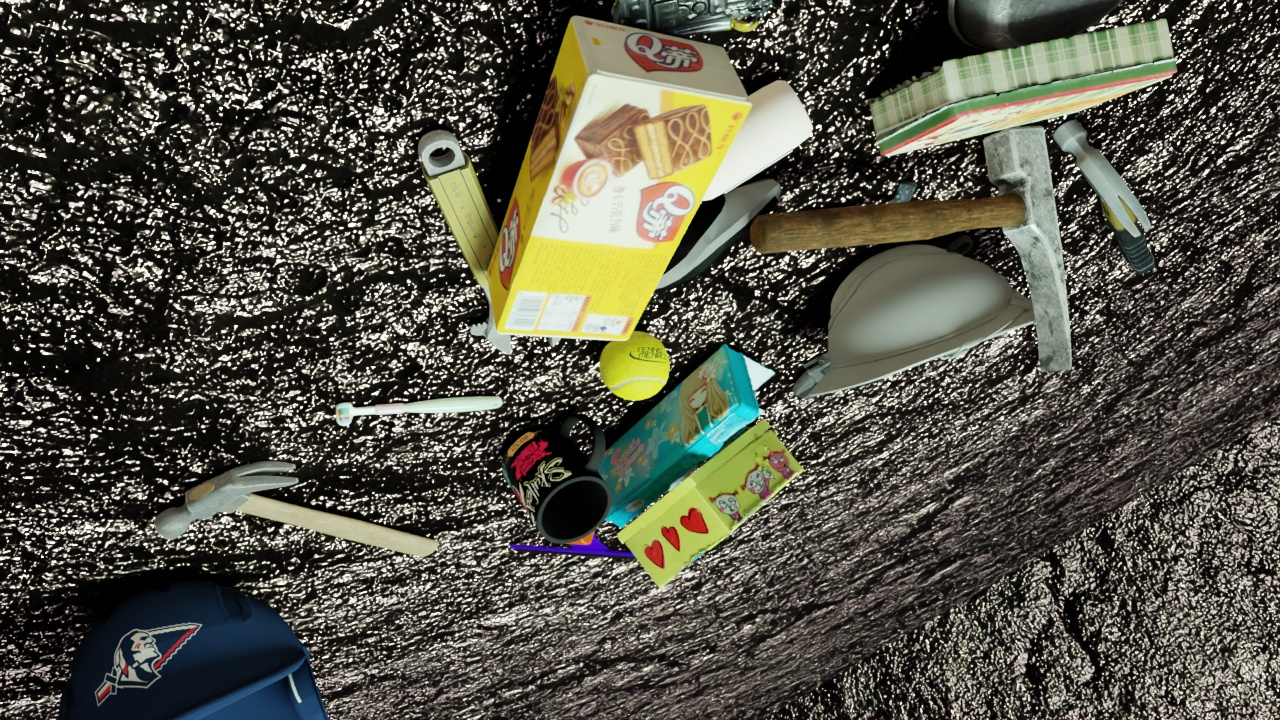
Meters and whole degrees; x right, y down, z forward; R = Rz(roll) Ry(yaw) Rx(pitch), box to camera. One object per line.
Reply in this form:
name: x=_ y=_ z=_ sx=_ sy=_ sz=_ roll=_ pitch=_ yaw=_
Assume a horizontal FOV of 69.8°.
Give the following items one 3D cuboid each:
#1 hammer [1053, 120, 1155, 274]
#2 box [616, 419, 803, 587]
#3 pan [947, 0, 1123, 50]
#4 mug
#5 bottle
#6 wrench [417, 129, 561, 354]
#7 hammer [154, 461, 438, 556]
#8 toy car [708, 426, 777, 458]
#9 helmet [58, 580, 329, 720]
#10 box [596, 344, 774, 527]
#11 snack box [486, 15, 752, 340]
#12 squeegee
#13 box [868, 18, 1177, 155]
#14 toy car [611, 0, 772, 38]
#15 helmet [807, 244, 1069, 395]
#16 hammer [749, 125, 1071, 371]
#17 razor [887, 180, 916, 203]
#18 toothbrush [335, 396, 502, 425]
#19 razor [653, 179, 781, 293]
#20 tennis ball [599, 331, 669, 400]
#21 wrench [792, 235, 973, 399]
hammer: x=0.507 y=-0.146 z=0.965 sx=0.025 sy=0.117 sz=0.332 roll=-36 pitch=153 yaw=24
box: x=0.082 y=0.153 z=1.012 sx=0.125 sy=0.081 sz=0.220 roll=-45 pitch=167 yaw=31
pan: x=0.235 y=-0.287 z=0.609 sx=0.356 sy=0.055 sz=0.188 roll=-9 pitch=148 yaw=-32
mug: x=-0.078 y=0.111 z=0.941 sx=0.081 sy=0.098 sz=0.118 roll=23 pitch=105 yaw=-39
bottle: x=0.055 y=-0.150 z=0.684 sx=0.146 sy=0.051 sz=0.051 roll=-31 pitch=149 yaw=12
wrench: x=-0.113 y=-0.079 z=0.710 sx=0.083 sy=0.018 sz=0.274 roll=-21 pitch=150 yaw=-5
hammer: x=-0.320 y=0.173 z=0.950 sx=0.119 sy=0.030 sz=0.331 roll=-32 pitch=148 yaw=13
toy car: x=0.127 y=0.111 z=1.145 sx=0.111 sy=0.047 sz=0.047 roll=1 pitch=139 yaw=-31
helmet: x=-0.449 y=0.330 z=0.904 sx=0.231 sy=0.223 sz=0.273 roll=-28 pitch=-177 yaw=-22
box: x=0.066 y=0.099 z=1.016 sx=0.121 sy=0.097 sz=0.227 roll=26 pitch=126 yaw=-32
snack box: x=-0.024 y=-0.110 z=0.629 sx=0.110 sy=0.061 sz=0.231 roll=3 pitch=141 yaw=-24
squeegee: x=-0.096 y=0.176 z=1.068 sx=0.250 sy=0.055 sz=0.185 roll=-4 pitch=144 yaw=32
box: x=0.291 y=-0.209 z=0.706 sx=0.205 sy=0.049 sz=0.118 roll=-16 pitch=-174 yaw=-17
toy car: x=0.033 y=-0.226 z=0.570 sx=0.107 sy=0.030 sz=0.049 roll=-14 pitch=150 yaw=-5
helmet: x=0.280 y=-0.059 z=0.926 sx=0.271 sy=0.117 sz=0.183 roll=-21 pitch=178 yaw=-1
hammer: x=0.235 y=-0.081 z=0.779 sx=0.300 sy=0.217 sz=0.037 roll=-8 pitch=180 yaw=-21
razor: x=0.185 y=-0.132 z=0.833 sx=0.143 sy=0.022 sz=0.042 roll=-13 pitch=147 yaw=-17
toothbrush: x=-0.200 y=0.043 z=0.843 sx=0.154 sy=0.015 sz=0.022 roll=-3 pitch=112 yaw=-31
razor: x=0.048 y=-0.102 z=0.758 sx=0.156 sy=0.057 sz=0.060 roll=-24 pitch=118 yaw=2
tennis ball: x=-0.005 y=0.005 z=0.870 sx=0.065 sy=0.065 sz=0.065 roll=-18 pitch=149 yaw=-11
wrench: x=0.269 y=-0.042 z=1.036 sx=0.073 sy=0.018 sz=0.274 roll=8 pitch=135 yaw=-41
